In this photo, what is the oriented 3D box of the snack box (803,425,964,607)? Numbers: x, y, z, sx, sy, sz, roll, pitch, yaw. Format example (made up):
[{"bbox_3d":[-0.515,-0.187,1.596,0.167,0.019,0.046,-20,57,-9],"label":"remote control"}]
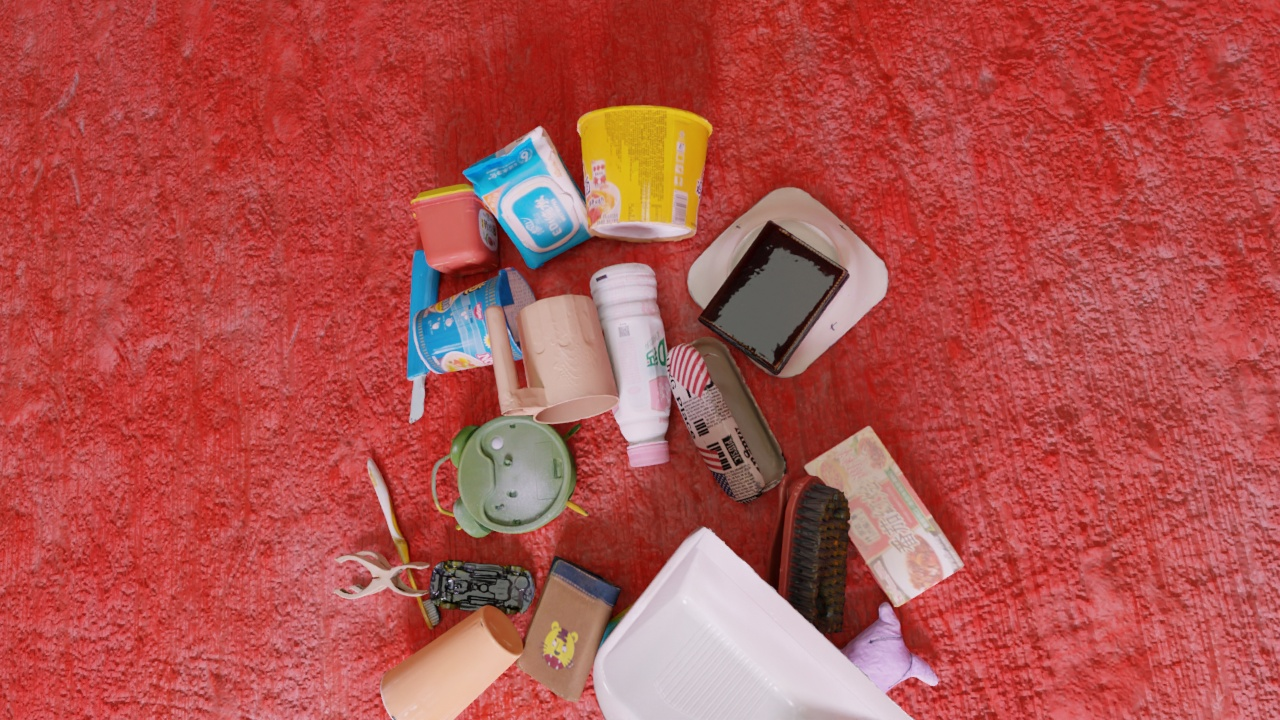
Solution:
[{"bbox_3d":[0.224,0.144,0.853,0.075,0.025,0.153,-32,74,4],"label":"snack box"}]

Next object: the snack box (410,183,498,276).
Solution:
[{"bbox_3d":[-0.192,-0.134,0.966,0.082,0.091,0.080,-9,84,11],"label":"snack box"}]

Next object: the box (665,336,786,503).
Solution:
[{"bbox_3d":[0.076,0.056,0.866,0.076,0.087,0.163,-26,85,9],"label":"box"}]

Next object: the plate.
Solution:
[{"bbox_3d":[0.143,-0.084,0.912,0.164,0.034,0.163,-44,74,2],"label":"plate"}]

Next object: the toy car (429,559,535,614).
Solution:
[{"bbox_3d":[-0.157,0.226,0.915,0.105,0.032,0.048,5,81,1],"label":"toy car"}]

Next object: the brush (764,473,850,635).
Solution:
[{"bbox_3d":[0.148,0.176,0.835,0.069,0.063,0.146,6,93,49],"label":"brush"}]

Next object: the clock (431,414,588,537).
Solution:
[{"bbox_3d":[-0.135,0.117,0.919,0.161,0.056,0.116,-7,77,10],"label":"clock"}]

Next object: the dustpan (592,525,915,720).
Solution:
[{"bbox_3d":[0.063,0.288,0.768,0.222,0.258,0.142,42,69,9],"label":"dustpan"}]

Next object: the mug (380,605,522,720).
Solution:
[{"bbox_3d":[-0.176,0.293,0.875,0.123,0.078,0.078,-40,74,6],"label":"mug"}]

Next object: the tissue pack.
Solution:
[{"bbox_3d":[-0.108,-0.164,0.934,0.090,0.140,0.063,-29,44,4],"label":"tissue pack"}]

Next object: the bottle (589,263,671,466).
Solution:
[{"bbox_3d":[-0.005,0.005,0.909,0.068,0.068,0.196,-10,79,10],"label":"bottle"}]

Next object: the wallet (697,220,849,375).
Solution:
[{"bbox_3d":[0.128,-0.061,0.883,0.096,0.020,0.122,36,87,11],"label":"wallet"}]

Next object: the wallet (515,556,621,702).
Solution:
[{"bbox_3d":[-0.071,0.254,0.878,0.090,0.033,0.115,16,84,41],"label":"wallet"}]

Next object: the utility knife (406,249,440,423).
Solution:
[{"bbox_3d":[-0.236,-0.027,0.989,0.034,0.018,0.191,-3,78,23],"label":"utility knife"}]

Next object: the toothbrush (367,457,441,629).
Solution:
[{"bbox_3d":[-0.246,0.186,0.950,0.018,0.016,0.191,-24,75,-5],"label":"toothbrush"}]

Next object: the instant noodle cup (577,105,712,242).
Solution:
[{"bbox_3d":[0.003,-0.180,0.916,0.138,0.138,0.110,1,88,12],"label":"instant noodle cup"}]

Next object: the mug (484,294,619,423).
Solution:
[{"bbox_3d":[-0.087,-0.001,0.865,0.084,0.124,0.103,-30,67,45],"label":"mug"}]

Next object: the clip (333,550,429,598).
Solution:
[{"bbox_3d":[-0.263,0.205,0.928,0.105,0.034,0.082,-18,80,20],"label":"clip"}]

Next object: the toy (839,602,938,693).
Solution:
[{"bbox_3d":[0.202,0.281,0.824,0.108,0.039,0.084,-36,83,2],"label":"toy"}]

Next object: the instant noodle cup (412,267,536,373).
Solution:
[{"bbox_3d":[-0.169,-0.034,0.942,0.110,0.099,0.099,-16,76,17],"label":"instant noodle cup"}]

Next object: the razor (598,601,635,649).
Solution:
[{"bbox_3d":[-0.024,0.262,0.880,0.132,0.043,0.028,-42,40,4],"label":"razor"}]
